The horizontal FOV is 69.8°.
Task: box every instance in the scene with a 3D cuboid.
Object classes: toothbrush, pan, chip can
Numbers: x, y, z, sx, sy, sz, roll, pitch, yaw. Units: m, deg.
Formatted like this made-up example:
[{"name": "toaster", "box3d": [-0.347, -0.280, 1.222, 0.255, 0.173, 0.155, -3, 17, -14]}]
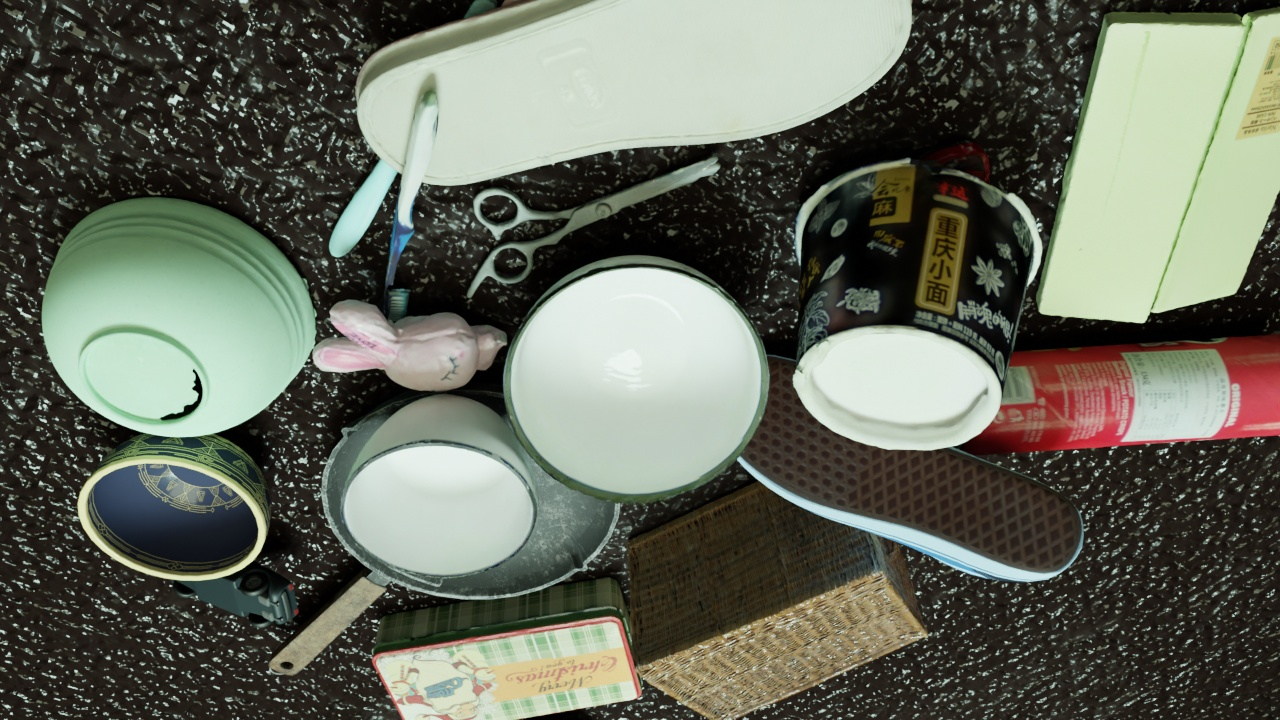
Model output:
[{"name": "toothbrush", "box3d": [-0.127, -0.121, 0.498, 0.016, 0.016, 0.181, 28, 122, -25]}, {"name": "pan", "box3d": [-0.170, 0.136, 0.675, 0.358, 0.040, 0.207, -39, 121, 24]}, {"name": "toothbrush", "box3d": [-0.125, -0.074, 0.498, 0.017, 0.016, 0.190, 2, 148, -21]}, {"name": "chip can", "box3d": [0.315, 0.023, 0.607, 0.233, 0.073, 0.073, -4, 127, -1]}]

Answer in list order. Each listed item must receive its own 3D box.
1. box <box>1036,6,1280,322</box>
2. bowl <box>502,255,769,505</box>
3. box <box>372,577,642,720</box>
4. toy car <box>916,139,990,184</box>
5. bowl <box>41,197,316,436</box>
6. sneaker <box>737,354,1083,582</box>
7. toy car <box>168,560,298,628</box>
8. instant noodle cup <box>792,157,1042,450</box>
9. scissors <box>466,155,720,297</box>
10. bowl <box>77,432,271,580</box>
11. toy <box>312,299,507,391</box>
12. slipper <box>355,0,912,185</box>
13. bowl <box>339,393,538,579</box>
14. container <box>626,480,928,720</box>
[{"name": "box", "box3d": [0.314, -0.107, 0.529, 0.141, 0.043, 0.188, -5, 127, -4]}, {"name": "bowl", "box3d": [-0.003, 0.003, 0.556, 0.153, 0.072, 0.154, -1, 116, -2]}, {"name": "box", "box3d": [-0.107, 0.246, 0.756, 0.205, 0.049, 0.118, -10, 128, 2]}, {"name": "toy car", "box3d": [0.187, -0.084, 0.539, 0.042, 0.036, 0.091, -15, 133, 7]}, {"name": "bowl", "box3d": [-0.273, -0.011, 0.531, 0.151, 0.076, 0.151, -2, 127, -2]}, {"name": "sneaker", "box3d": [0.152, 0.078, 0.597, 0.241, 0.083, 0.098, 25, 167, 16]}, {"name": "toy car", "box3d": [-0.302, 0.160, 0.672, 0.112, 0.034, 0.046, 16, 127, 15]}, {"name": "instant noodle cup", "box3d": [0.146, -0.023, 0.504, 0.137, 0.112, 0.137, 12, 143, 9]}, {"name": "scissors", "box3d": [-0.032, -0.077, 0.539, 0.170, 0.014, 0.095, -1, 125, 0]}, {"name": "bowl", "box3d": [-0.301, 0.086, 0.610, 0.112, 0.061, 0.113, -2, 127, -3]}, {"name": "toy", "box3d": [-0.137, -0.006, 0.553, 0.110, 0.047, 0.064, 9, 153, -25]}, {"name": "slipper", "box3d": [-0.008, -0.150, 0.450, 0.274, 0.054, 0.114, -10, 143, 8]}, {"name": "bowl", "box3d": [-0.121, 0.073, 0.568, 0.116, 0.065, 0.116, -2, 127, -3]}, {"name": "container", "box3d": [0.098, 0.169, 0.674, 0.199, 0.113, 0.113, -29, 127, 17]}]
